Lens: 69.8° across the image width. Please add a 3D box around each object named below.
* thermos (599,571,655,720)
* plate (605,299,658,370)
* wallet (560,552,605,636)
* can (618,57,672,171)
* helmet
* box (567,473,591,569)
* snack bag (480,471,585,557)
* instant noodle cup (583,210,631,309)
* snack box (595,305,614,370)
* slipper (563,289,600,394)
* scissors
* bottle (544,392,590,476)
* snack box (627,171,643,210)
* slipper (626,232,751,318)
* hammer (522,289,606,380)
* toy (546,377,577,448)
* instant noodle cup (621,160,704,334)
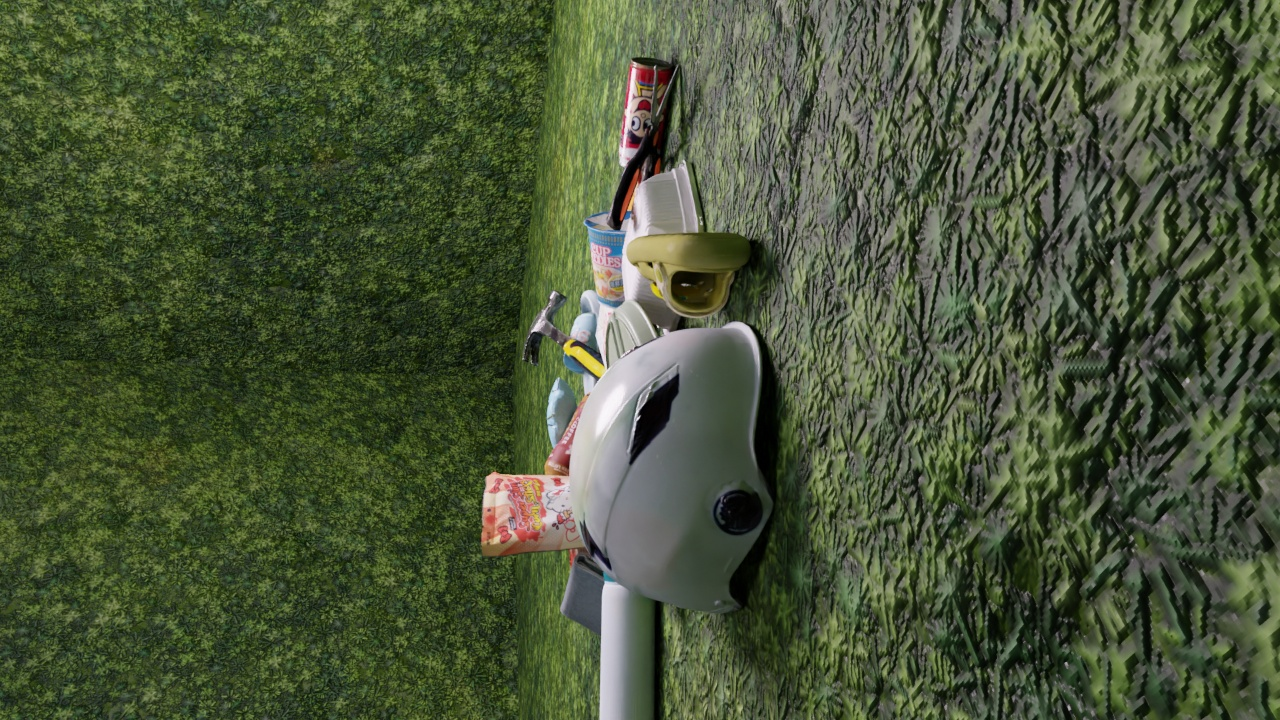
[{"bbox_3d":[-0.014,0.336,1.091,0.073,0.073,0.224,138,134,-74],"label":"thermos"},{"bbox_3d":[0.001,0.046,1.032,0.230,0.027,0.230,167,90,-76],"label":"plate"},{"bbox_3d":[-0.048,0.313,1.199,0.036,0.106,0.130,-51,-16,-43],"label":"wallet"},{"bbox_3d":[0.005,-0.312,1.165,0.053,0.053,0.133,-107,22,-59],"label":"can"},{"bbox_3d":[0.013,0.089,0.810,0.228,0.146,0.259,-109,25,-61],"label":"helmet"},{"bbox_3d":[-0.060,0.224,1.272,0.168,0.091,0.078,-98,18,-44],"label":"box"},{"bbox_3d":[-0.101,0.195,1.193,0.128,0.208,0.073,-97,10,-46],"label":"snack bag"},{"bbox_3d":[-0.021,-0.127,1.183,0.099,0.099,0.110,-111,19,-64],"label":"instant noodle cup"},{"bbox_3d":[-0.034,-0.041,1.233,0.156,0.027,0.085,-111,27,-64],"label":"snack box"},{"bbox_3d":[-0.091,0.005,1.520,0.104,0.074,0.245,123,146,-70],"label":"slipper"},{"bbox_3d":[0.003,-0.246,1.083,0.231,0.022,0.220,95,-165,-58],"label":"scissors"},{"bbox_3d":[-0.097,0.132,1.381,0.174,0.057,0.058,-61,-2,-27],"label":"bottle"},{"bbox_3d":[-0.009,-0.215,1.280,0.156,0.027,0.077,109,161,-55],"label":"snack box"},{"bbox_3d":[0.042,-0.080,0.857,0.191,0.091,0.081,-164,75,-75],"label":"slipper"},{"bbox_3d":[-0.101,-0.014,1.430,0.126,0.032,0.323,-59,34,3],"label":"hammer"},{"bbox_3d":[-0.119,0.107,1.460,0.156,0.050,0.161,-2,-91,-82],"label":"toy"},{"bbox_3d":[0.019,-0.126,1.046,0.174,0.060,0.137,104,164,-49],"label":"instant noodle cup"}]
